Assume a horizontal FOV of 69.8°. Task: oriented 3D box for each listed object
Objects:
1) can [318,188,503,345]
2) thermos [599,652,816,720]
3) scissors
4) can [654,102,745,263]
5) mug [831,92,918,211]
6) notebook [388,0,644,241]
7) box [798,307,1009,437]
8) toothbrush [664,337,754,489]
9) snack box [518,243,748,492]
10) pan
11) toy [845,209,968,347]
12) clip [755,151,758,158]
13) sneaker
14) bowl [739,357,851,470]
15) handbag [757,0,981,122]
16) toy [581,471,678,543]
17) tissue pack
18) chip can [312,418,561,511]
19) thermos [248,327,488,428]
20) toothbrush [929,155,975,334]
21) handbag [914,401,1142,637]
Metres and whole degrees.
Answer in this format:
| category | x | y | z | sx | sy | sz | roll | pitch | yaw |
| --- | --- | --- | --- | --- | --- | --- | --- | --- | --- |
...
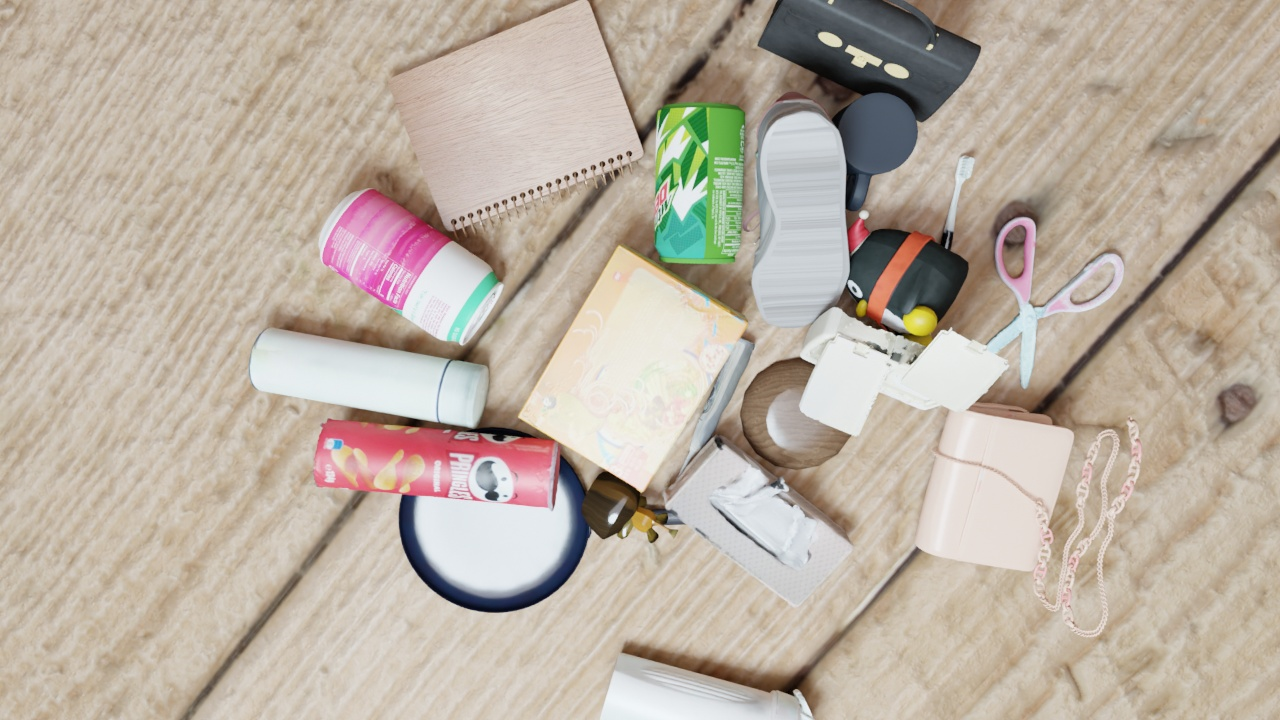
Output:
| category | x | y | z | sx | sy | sz | roll | pitch | yaw |
| --- | --- | --- | --- | --- | --- | --- | --- | --- | --- |
| can | -0.223 | -0.091 | 0.894 | 0.166 | 0.088 | 0.088 | 33 | 100 | -2 |
| thermos | 0.073 | 0.370 | 0.953 | 0.220 | 0.099 | 0.099 | 17 | 100 | 4 |
| scissors | 0.402 | -0.055 | 0.901 | 0.159 | 0.014 | 0.172 | -1 | 99 | 4 |
| can | 0.055 | -0.165 | 0.868 | 0.083 | 0.083 | 0.144 | 1 | 99 | 3 |
| mug | 0.210 | -0.192 | 0.857 | 0.071 | 0.077 | 0.105 | 12 | 100 | 1 |
| notebook | -0.119 | -0.231 | 0.899 | 0.210 | 0.022 | 0.169 | -20 | 96 | 6 |
| box | 0.220 | 0.021 | 0.821 | 0.143 | 0.194 | 0.101 | 22 | 76 | 1 |
| toothbrush | 0.068 | 0.062 | 0.934 | 0.024 | 0.022 | 0.186 | 23 | 99 | -15 |
| snack box | -0.005 | 0.005 | 0.901 | 0.145 | 0.080 | 0.195 | 31 | 99 | -1 |
| pan | -0.074 | 0.166 | 0.962 | 0.356 | 0.021 | 0.199 | -1 | 98 | 0 |
| toy | 0.242 | -0.079 | 0.869 | 0.119 | 0.097 | 0.099 | 33 | 84 | 20 |
| clip | 0.146 | -0.216 | 0.885 | 0.047 | 0.023 | 0.076 | 41 | 101 | -5 |
| sneaker | 0.146 | -0.141 | 0.857 | 0.099 | 0.089 | 0.237 | 2 | 132 | 7 |
| bowl | 0.160 | 0.057 | 0.925 | 0.118 | 0.030 | 0.118 | 1 | 99 | 3 |
| handbag | 0.201 | -0.283 | 0.782 | 0.176 | 0.195 | 0.072 | 25 | 100 | -1 |
| toy | -0.009 | 0.152 | 0.922 | 0.100 | 0.063 | 0.076 | 27 | 59 | 10 |
| tissue pack | 0.122 | 0.160 | 0.918 | 0.181 | 0.071 | 0.104 | 40 | 101 | -8 |
| chip can | -0.198 | 0.102 | 0.907 | 0.233 | 0.073 | 0.073 | 6 | 100 | -1 |
| thermos | -0.271 | 0.018 | 0.927 | 0.230 | 0.068 | 0.068 | 11 | 100 | 1 |
| toothbrush | 0.298 | -0.106 | 0.896 | 0.012 | 0.017 | 0.187 | 9 | 100 | -7 |
| handbag | 0.345 | 0.124 | 0.845 | 0.116 | 0.187 | 0.199 | 9 | 104 | -5 |
